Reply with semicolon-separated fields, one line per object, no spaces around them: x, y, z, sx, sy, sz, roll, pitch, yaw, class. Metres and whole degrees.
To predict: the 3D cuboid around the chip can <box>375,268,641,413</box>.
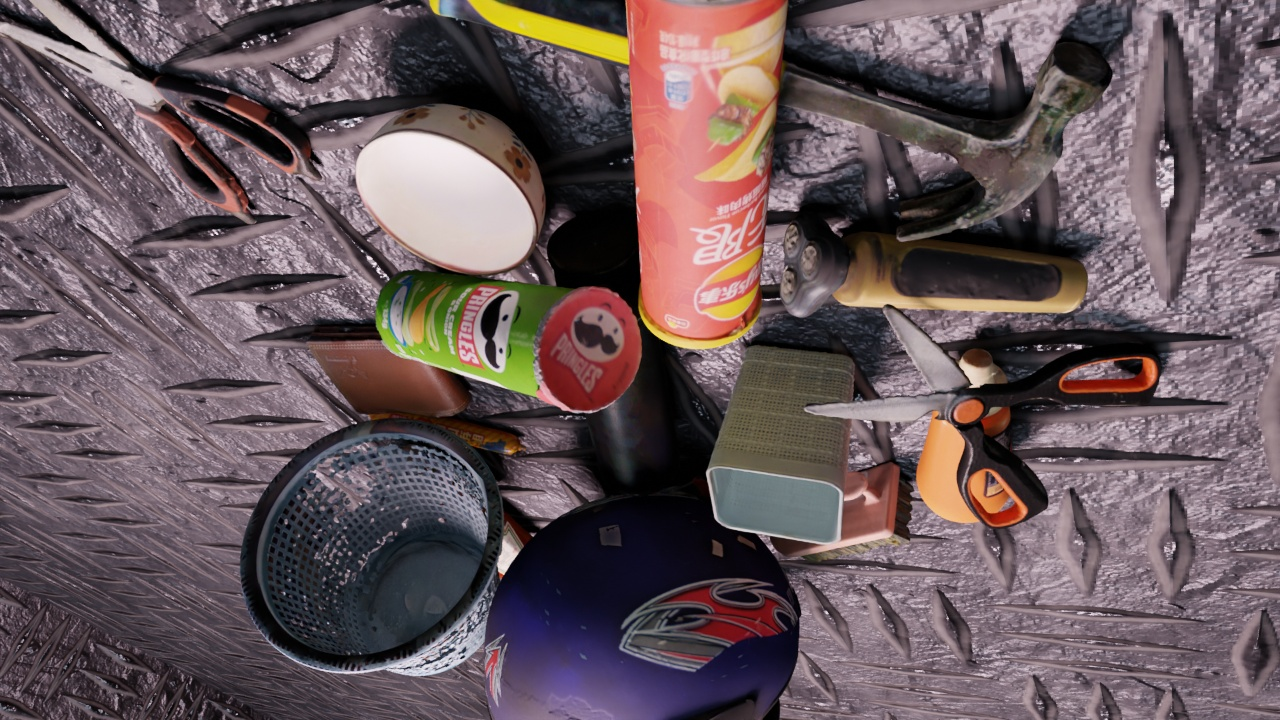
-0.098;-0.019;0.602;0.236;0.072;0.072;11;153;52;chip can

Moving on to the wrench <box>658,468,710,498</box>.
0.078;0.106;0.819;0.056;0.016;0.274;25;146;-16;wrench

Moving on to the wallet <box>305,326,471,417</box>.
-0.222;0.009;0.811;0.125;0.032;0.101;0;140;24;wallet

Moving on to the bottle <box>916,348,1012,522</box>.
0.227;0.049;0.635;0.067;0.066;0.150;5;137;19;bottle

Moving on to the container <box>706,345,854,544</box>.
0.104;0.056;0.651;0.090;0.111;0.090;7;145;15;container

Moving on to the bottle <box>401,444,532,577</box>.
-0.188;0.163;0.990;0.060;0.059;0.206;-10;133;35;bottle

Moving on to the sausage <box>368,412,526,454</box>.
-0.188;0.064;0.880;0.165;0.021;0.021;13;146;8;sausage

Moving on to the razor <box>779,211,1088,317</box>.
0.165;-0.049;0.526;0.167;0.062;0.067;6;-178;9;razor

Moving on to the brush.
0.158;0.130;0.777;0.073;0.063;0.146;29;147;-23;brush

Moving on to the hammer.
0.049;-0.144;0.465;0.323;0.031;0.126;17;145;1;hammer

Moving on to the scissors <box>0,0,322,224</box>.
-0.319;-0.170;0.615;0.189;0.015;0.226;5;145;19;scissors

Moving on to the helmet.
0.024;0.241;0.815;0.315;0.247;0.241;14;118;-36;helmet

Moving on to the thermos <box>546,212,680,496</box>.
-0.004;0.004;0.665;0.090;0.068;0.243;-9;139;0;thermos

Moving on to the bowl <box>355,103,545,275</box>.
-0.108;-0.112;0.557;0.113;0.062;0.114;11;145;8;bowl

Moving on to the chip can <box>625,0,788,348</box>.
0.031;-0.098;0.447;0.073;0.073;0.217;11;144;10;chip can

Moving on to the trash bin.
-0.222;0.196;0.857;0.227;0.226;0.195;11;150;11;trash bin

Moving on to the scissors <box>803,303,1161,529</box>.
0.218;0.029;0.569;0.229;0.021;0.221;-22;127;6;scissors
